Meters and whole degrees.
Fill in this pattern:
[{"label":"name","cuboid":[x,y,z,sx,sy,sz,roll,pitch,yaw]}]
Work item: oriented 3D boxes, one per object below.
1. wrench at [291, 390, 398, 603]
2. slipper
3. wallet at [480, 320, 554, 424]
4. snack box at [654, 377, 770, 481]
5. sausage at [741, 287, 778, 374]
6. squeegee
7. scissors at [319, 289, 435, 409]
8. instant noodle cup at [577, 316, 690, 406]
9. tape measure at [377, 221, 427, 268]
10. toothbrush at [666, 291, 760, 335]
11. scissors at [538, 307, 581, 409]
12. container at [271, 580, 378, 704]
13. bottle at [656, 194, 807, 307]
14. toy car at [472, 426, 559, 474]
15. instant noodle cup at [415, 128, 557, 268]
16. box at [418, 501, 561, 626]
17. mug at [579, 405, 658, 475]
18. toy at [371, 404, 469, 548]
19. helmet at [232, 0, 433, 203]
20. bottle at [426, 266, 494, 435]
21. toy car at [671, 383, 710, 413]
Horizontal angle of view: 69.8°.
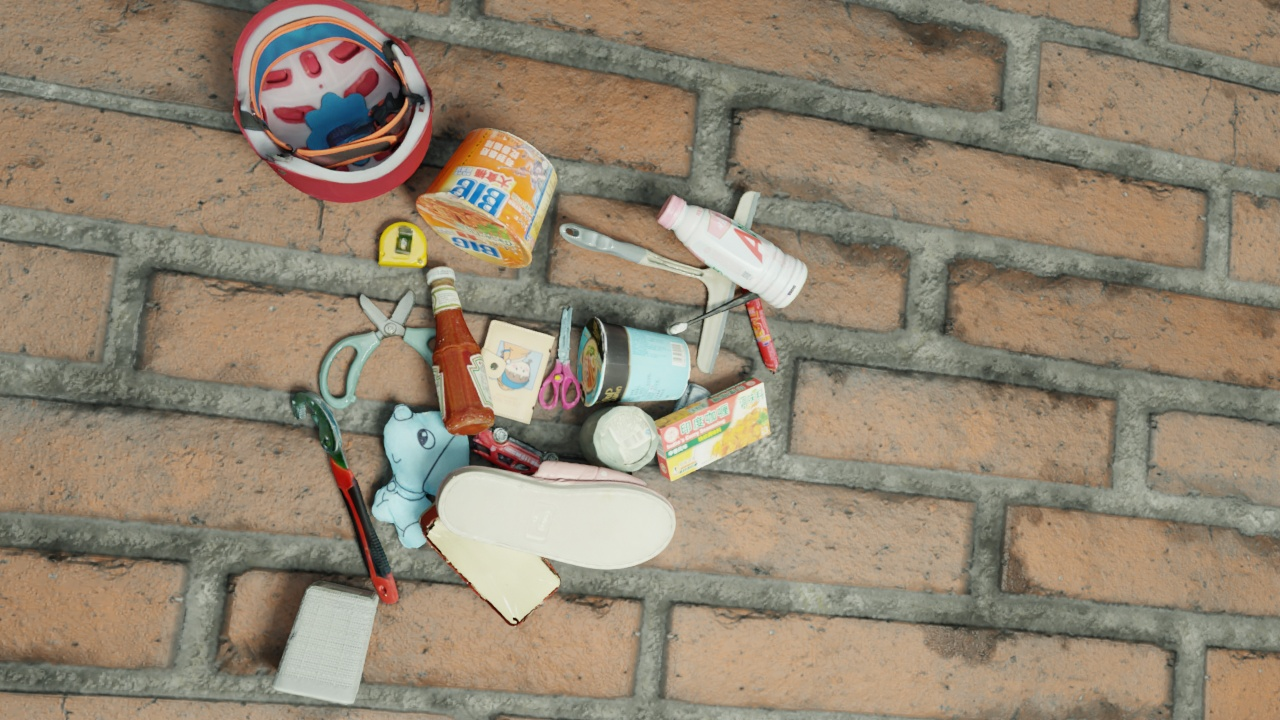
[{"label":"wrench","cuboid":[-0.343,0.161,1.081,0.016,0.056,0.273,-26,94,-54]},{"label":"slipper","cuboid":[-0.093,0.170,1.036,0.274,0.054,0.114,10,103,-15]},{"label":"wallet","cuboid":[-0.164,0.013,1.140,0.087,0.024,0.115,18,83,-14]},{"label":"snack box","cuboid":[0.091,0.085,1.155,0.155,0.027,0.077,-23,117,-21]},{"label":"sausage","cuboid":[0.155,-0.056,1.210,0.020,0.020,0.156,-16,89,-12]},{"label":"squeegee","cuboid":[0.008,-0.131,1.170,0.246,0.039,0.246,15,90,-20]},{"label":"scissors","cuboid":[-0.296,0.006,1.115,0.170,0.019,0.173,35,79,-6]},{"label":"instant noodle cup","cuboid":[-0.007,0.007,1.136,0.120,0.111,0.111,5,84,-20]},{"label":"tape measure","cuboid":[-0.290,-0.141,1.122,0.060,0.029,0.057,2,84,-12]},{"label":"toothbrush","cuboid":[0.114,-0.071,1.182,0.180,0.018,0.015,-24,94,-17]},{"label":"scissors","cuboid":[-0.093,-0.004,1.149,0.063,0.017,0.135,1,76,27]},{"label":"container","cuboid":[-0.353,0.317,1.045,0.090,0.090,0.114,16,79,-10]},{"label":"bottle","cuboid":[0.112,-0.140,1.147,0.197,0.068,0.068,30,80,-12]},{"label":"toy car","cuboid":[-0.149,0.116,1.119,0.120,0.053,0.045,24,83,-6]},{"label":"instant noodle cup","cuboid":[-0.176,-0.197,1.095,0.151,0.152,0.111,27,72,-8]},{"label":"box","cuboid":[-0.173,0.224,1.073,0.091,0.079,0.168,-42,108,-11]},{"label":"mug","cuboid":[-0.020,0.114,1.118,0.083,0.103,0.124,-18,88,-13]},{"label":"toy","cuboid":[-0.258,0.133,1.097,0.156,0.050,0.161,-44,105,-13]},{"label":"helmet","cuboid":[-0.351,-0.286,1.067,0.206,0.144,0.240,-29,77,-13]},{"label":"bottle","cuboid":[-0.221,-0.014,1.093,0.059,0.060,0.206,-11,73,-12]},{"label":"toy car","cuboid":[0.060,0.073,1.174,0.043,0.034,0.090,27,82,-12]}]
